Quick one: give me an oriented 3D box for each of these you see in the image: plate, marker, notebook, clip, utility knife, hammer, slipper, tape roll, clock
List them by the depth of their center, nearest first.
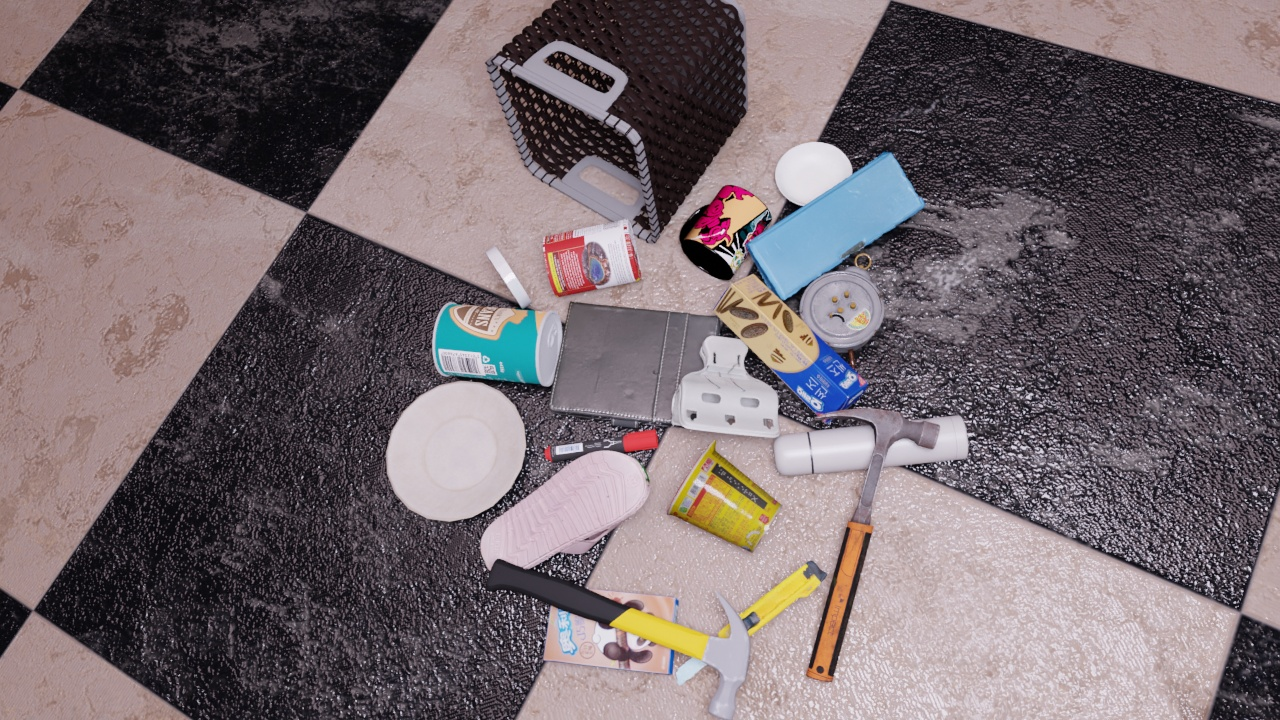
[{"bbox_3d":[0.122,0.302,1.047,0.217,0.019,0.030,-43,62,13],"label":"utility knife"},{"bbox_3d":[0.233,0.205,1.048,0.138,0.035,0.314,16,84,12],"label":"hammer"},{"bbox_3d":[-0.029,0.293,1.058,0.324,0.029,0.127,16,75,17],"label":"hammer"},{"bbox_3d":[-0.089,0.191,1.132,0.240,0.064,0.094,-32,63,15],"label":"slipper"},{"bbox_3d":[0.101,0.046,1.148,0.126,0.099,0.152,8,40,-10],"label":"clip"},{"bbox_3d":[-0.051,0.110,1.177,0.145,0.021,0.023,-8,104,7],"label":"marker"},{"bbox_3d":[0.262,-0.072,1.177,0.104,0.056,0.147,21,75,17],"label":"clock"},{"bbox_3d":[-0.239,0.119,1.205,0.189,0.027,0.188,-4,68,9],"label":"plate"},{"bbox_3d":[-0.007,0.007,1.208,0.209,0.029,0.169,5,69,13],"label":"notebook"},{"bbox_3d":[-0.180,-0.113,1.252,0.018,0.094,0.094,-34,66,-5],"label":"tape roll"},{"bbox_3d":[0.239,-0.251,1.269,0.104,0.026,0.104,-3,67,8],"label":"plate"}]

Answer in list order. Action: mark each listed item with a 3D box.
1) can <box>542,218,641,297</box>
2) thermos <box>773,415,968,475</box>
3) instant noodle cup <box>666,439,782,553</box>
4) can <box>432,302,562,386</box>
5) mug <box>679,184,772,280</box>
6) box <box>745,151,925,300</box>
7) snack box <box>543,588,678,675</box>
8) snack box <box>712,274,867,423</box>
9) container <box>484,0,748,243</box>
[{"bbox_3d":[-0.065,-0.138,1.245,0.116,0.087,0.086,-11,67,6],"label":"can"},{"bbox_3d":[0.273,0.104,1.105,0.224,0.052,0.052,-7,67,7],"label":"thermos"},{"bbox_3d":[0.103,0.172,1.092,0.112,0.100,0.100,33,77,10],"label":"instant noodle cup"},{"bbox_3d":[-0.187,-0.022,1.213,0.144,0.099,0.099,5,69,12],"label":"can"},{"bbox_3d":[0.103,-0.175,1.241,0.118,0.082,0.098,22,71,46],"label":"mug"},{"bbox_3d":[0.252,-0.176,1.209,0.231,0.054,0.093,-34,94,-5],"label":"box"},{"bbox_3d":[-0.034,0.318,1.084,0.151,0.034,0.087,2,69,12],"label":"snack box"},{"bbox_3d":[0.186,-0.017,1.144,0.207,0.057,0.056,46,41,16],"label":"snack box"},{"bbox_3d":[-0.015,-0.360,1.243,0.247,0.246,0.243,33,74,20],"label":"container"}]
